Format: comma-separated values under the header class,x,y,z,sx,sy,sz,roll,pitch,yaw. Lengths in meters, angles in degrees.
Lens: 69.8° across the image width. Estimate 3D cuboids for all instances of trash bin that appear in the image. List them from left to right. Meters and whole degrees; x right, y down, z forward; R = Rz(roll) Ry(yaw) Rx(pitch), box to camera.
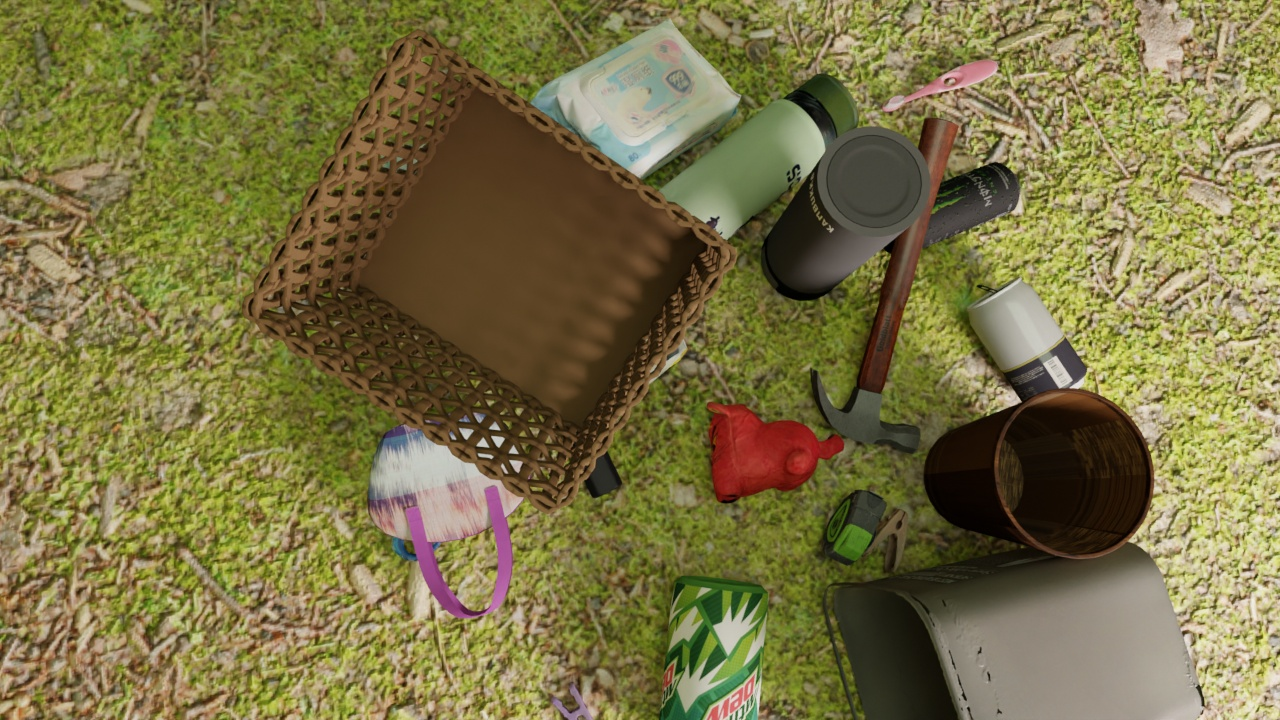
class,x,y,z,sx,sy,sz,roll,pitch,yaw
trash bin,0.308,0.253,0.765,0.220,0.198,0.197,-13,82,-14

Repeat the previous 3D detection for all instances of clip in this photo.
class,x,y,z,sx,sy,sz,roll,pitch,yaw
clip,-0.060,0.309,0.800,0.041,0.014,0.052,-13,81,-8
clip,0.233,0.168,0.847,0.060,0.024,0.039,-43,88,-14

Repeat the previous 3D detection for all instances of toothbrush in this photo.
class,x,y,z,sx,sy,sz,roll,pitch,yaw
toothbrush,0.304,-0.278,0.925,0.135,0.016,0.021,-22,87,-9

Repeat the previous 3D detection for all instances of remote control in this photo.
class,x,y,z,sx,sy,sz,roll,pitch,yaw
remote control,-0.058,0.058,0.835,0.032,0.015,0.136,-25,85,-9

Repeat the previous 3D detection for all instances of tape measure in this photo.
class,x,y,z,sx,sy,sz,roll,pitch,yaw
tape measure,0.193,0.152,0.827,0.036,0.059,0.065,27,77,-3

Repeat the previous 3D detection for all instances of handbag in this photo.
class,x,y,z,sx,sy,sz,roll,pitch,yaw
handbag,-0.154,0.133,0.781,0.144,0.068,0.170,-14,82,-7

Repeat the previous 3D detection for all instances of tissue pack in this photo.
class,x,y,z,sx,sy,sz,roll,pitch,yaw
tissue pack,-0.004,-0.229,0.838,0.181,0.070,0.112,-38,87,-28

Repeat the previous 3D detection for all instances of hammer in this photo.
class,x,y,z,sx,sy,sz,roll,pitch,yaw
hammer,0.236,-0.071,0.842,0.111,0.028,0.301,13,96,-4

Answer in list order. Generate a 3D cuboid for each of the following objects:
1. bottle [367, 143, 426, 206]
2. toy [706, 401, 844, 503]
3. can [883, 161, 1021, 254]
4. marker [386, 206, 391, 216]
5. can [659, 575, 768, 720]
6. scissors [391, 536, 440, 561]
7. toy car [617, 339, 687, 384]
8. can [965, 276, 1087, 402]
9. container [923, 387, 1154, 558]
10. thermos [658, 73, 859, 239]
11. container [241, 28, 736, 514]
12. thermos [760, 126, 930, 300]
class,x,y,z,sx,sy,sz,roll,pitch,yaw
bottle,-0.150,-0.171,0.832,0.186,0.053,0.053,-7,82,-18
toy,0.120,0.069,0.824,0.133,0.088,0.094,-10,72,-9
can,0.297,-0.146,0.885,0.137,0.054,0.054,-22,85,-9
marker,-0.226,-0.115,0.840,0.019,0.019,0.145,-2,82,-7
can,0.062,0.262,0.784,0.083,0.083,0.144,8,81,-5
scissors,-0.166,0.123,0.817,0.134,0.015,0.066,-29,83,-12
toy car,-0.005,0.005,0.841,0.105,0.033,0.048,-41,89,-9
can,0.361,-0.022,0.869,0.064,0.064,0.127,-32,86,-10
container,0.328,0.099,0.795,0.132,0.167,0.132,1,81,-6
thermos,0.101,-0.180,0.860,0.231,0.082,0.082,-40,88,-10
container,-0.097,-0.069,0.694,0.251,0.214,0.220,34,100,-4
thermos,0.161,-0.113,0.774,0.082,0.240,0.082,0,83,-2
